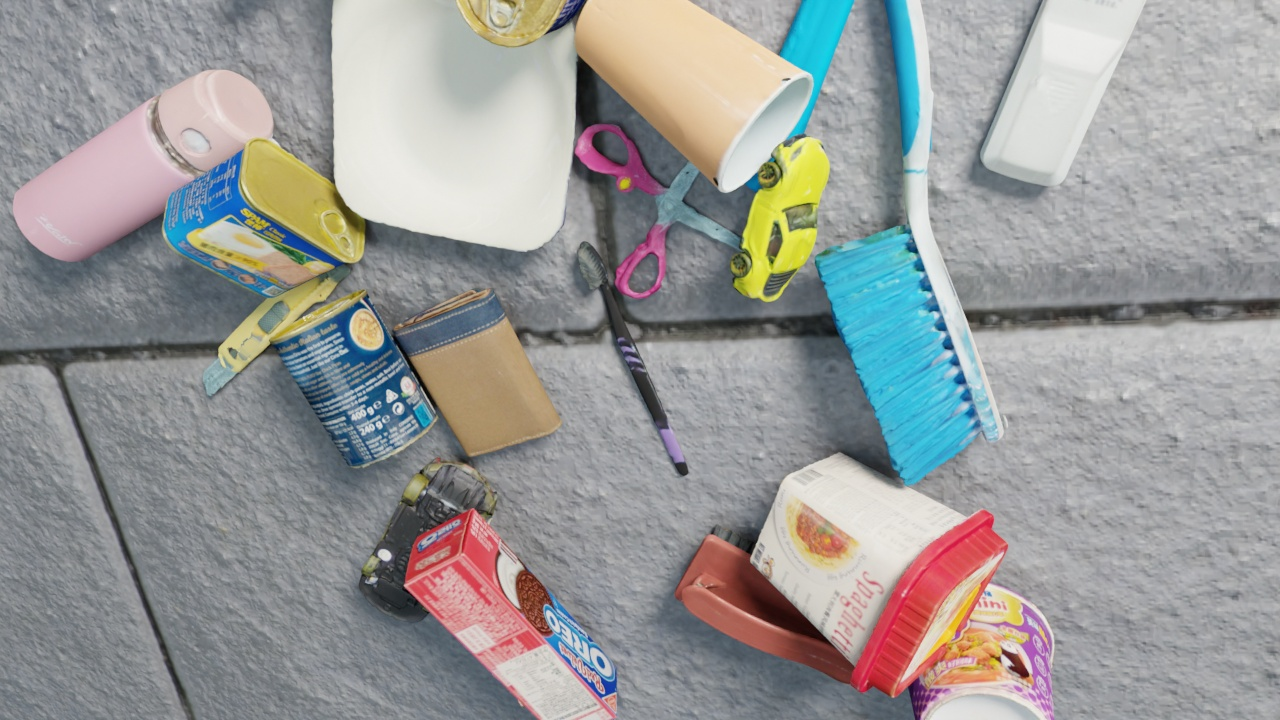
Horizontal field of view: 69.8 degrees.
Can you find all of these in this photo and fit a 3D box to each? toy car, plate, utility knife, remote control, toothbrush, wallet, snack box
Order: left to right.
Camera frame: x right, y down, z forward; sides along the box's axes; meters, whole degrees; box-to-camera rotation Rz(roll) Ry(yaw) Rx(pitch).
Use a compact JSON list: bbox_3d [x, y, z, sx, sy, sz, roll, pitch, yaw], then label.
[{"bbox_3d":[-0.286,-0.027,0.706,0.184,0.019,0.031,-35,95,30],"label":"utility knife"},{"bbox_3d":[-0.172,0.145,0.733,0.070,0.042,0.158,33,113,-5],"label":"toy car"},{"bbox_3d":[-0.117,-0.160,0.588,0.164,0.034,0.164,13,116,9],"label":"plate"},{"bbox_3d":[-0.117,0.010,0.666,0.090,0.033,0.115,-19,108,24],"label":"wallet"},{"bbox_3d":[-0.094,0.209,0.708,0.058,0.057,0.207,-29,116,13],"label":"snack box"},{"bbox_3d":[-0.004,0.004,0.642,0.014,0.016,0.189,-14,111,26],"label":"toothbrush"},{"bbox_3d":[0.088,-0.083,0.553,0.032,0.048,0.105,37,128,34],"label":"toy car"},{"bbox_3d":[0.099,-0.181,0.531,0.034,0.018,0.182,24,116,6],"label":"utility knife"},{"bbox_3d":[0.232,-0.159,0.503,0.049,0.024,0.125,17,116,6],"label":"remote control"}]

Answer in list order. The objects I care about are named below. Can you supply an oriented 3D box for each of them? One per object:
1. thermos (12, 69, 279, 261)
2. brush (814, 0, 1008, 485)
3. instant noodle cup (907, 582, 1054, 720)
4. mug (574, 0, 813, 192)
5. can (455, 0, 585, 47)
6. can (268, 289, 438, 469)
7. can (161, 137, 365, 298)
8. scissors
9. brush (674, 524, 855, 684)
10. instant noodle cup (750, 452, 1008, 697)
[{"bbox_3d":[-0.342,-0.130,0.648,0.199,0.067,0.087,-21,128,21],"label":"thermos"},{"bbox_3d":[0.153,-0.079,0.547,0.110,0.060,0.314,-21,104,16],"label":"brush"},{"bbox_3d":[0.233,0.224,0.632,0.112,0.099,0.112,5,113,12],"label":"instant noodle cup"},{"bbox_3d":[0.025,-0.162,0.520,0.123,0.078,0.078,41,118,13],"label":"mug"},{"bbox_3d":[-0.053,-0.243,0.482,0.074,0.049,0.148,23,122,5],"label":"can"},{"bbox_3d":[-0.206,0.014,0.666,0.075,0.075,0.111,-20,107,22],"label":"can"},{"bbox_3d":[-0.254,-0.092,0.622,0.083,0.057,0.102,-20,149,24],"label":"can"},{"bbox_3d":[0.013,-0.099,0.593,0.133,0.017,0.134,30,114,-3],"label":"scissors"},{"bbox_3d":[0.100,0.183,0.664,0.146,0.069,0.063,26,118,2],"label":"brush"},{"bbox_3d":[0.149,0.129,0.595,0.124,0.116,0.116,36,123,33],"label":"instant noodle cup"}]
